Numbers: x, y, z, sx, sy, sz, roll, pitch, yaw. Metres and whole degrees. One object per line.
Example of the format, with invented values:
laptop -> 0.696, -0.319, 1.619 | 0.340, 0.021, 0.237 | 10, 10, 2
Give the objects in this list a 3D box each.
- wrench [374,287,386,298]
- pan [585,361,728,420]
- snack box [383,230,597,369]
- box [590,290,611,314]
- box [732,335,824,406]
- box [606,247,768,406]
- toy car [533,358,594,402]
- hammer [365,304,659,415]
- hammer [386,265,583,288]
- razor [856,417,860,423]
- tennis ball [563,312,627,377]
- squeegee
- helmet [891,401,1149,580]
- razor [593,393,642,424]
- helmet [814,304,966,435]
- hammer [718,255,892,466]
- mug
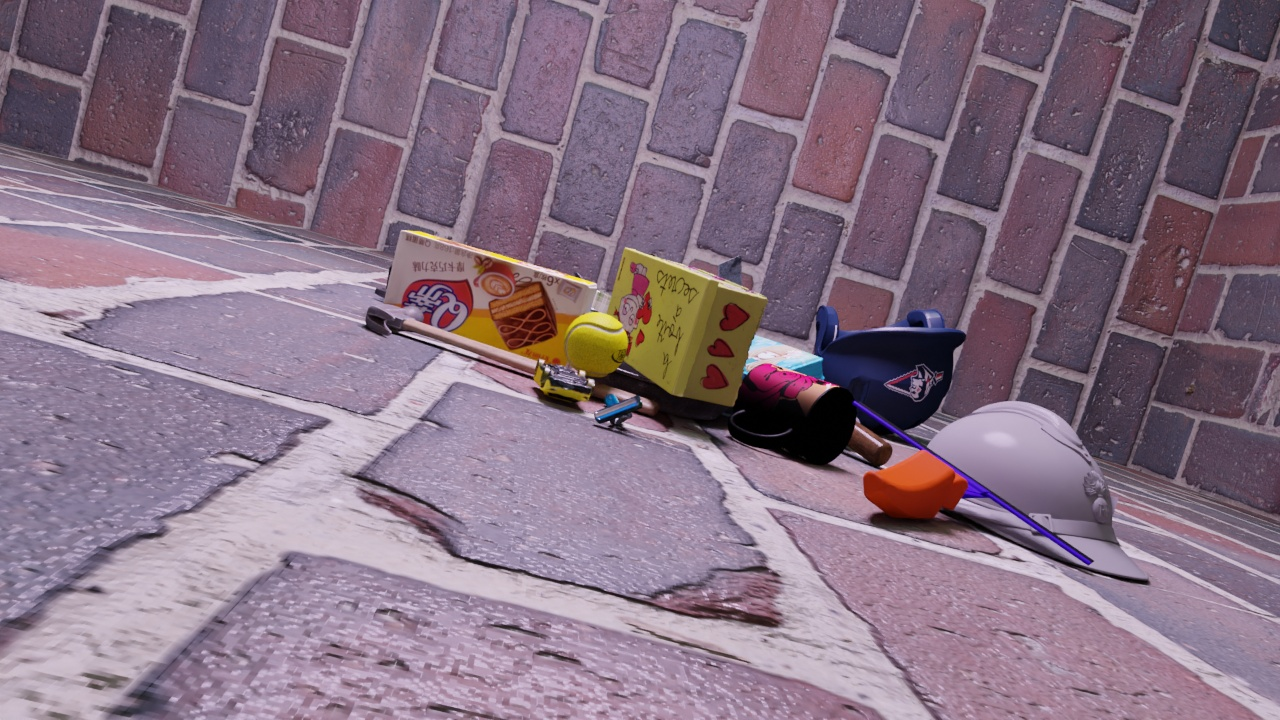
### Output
wrench -> -0.248, -0.060, 1.330 | 0.273, 0.018, 0.073 | 17, 4, -12
pan -> -0.007, 0.006, 1.114 | 0.187, 0.055, 0.357 | 15, 4, -19
snack box -> -0.177, -0.069, 1.075 | 0.230, 0.110, 0.061 | 17, 8, 4
box -> -0.001, -0.035, 1.345 | 0.205, 0.049, 0.118 | 23, -12, -16
box -> 0.126, 0.037, 1.135 | 0.097, 0.121, 0.227 | -17, 20, -24
box -> 0.038, -0.041, 0.969 | 0.080, 0.124, 0.221 | 13, 11, -22
toy car -> -0.072, 0.021, 0.848 | 0.049, 0.030, 0.107 | 17, 2, -12
hammer -> -0.138, 0.001, 0.958 | 0.331, 0.031, 0.119 | 20, 6, 13
hammer -> -0.227, -0.102, 1.439 | 0.332, 0.118, 0.025 | 9, 5, -24
razor -> 0.250, 0.078, 1.212 | 0.060, 0.057, 0.156 | 45, 0, -25
tennis ball -> -0.045, -0.016, 0.930 | 0.065, 0.065, 0.065 | 16, 4, -1
squeegee -> 0.232, 0.105, 0.764 | 0.249, 0.055, 0.184 | 38, 17, 36
helmet -> 0.371, 0.103, 0.884 | 0.183, 0.118, 0.271 | 14, 7, -30
razor -> -0.022, 0.044, 0.833 | 0.042, 0.022, 0.144 | -20, 3, -4
helmet -> 0.408, 0.006, 1.509 | 0.232, 0.222, 0.273 | 1, -22, -13
hammer -> 0.197, 0.016, 1.139 | 0.037, 0.218, 0.300 | -24, 36, -22
mug -> 0.146, 0.060, 0.946 | 0.117, 0.082, 0.098 | -21, 27, -34
